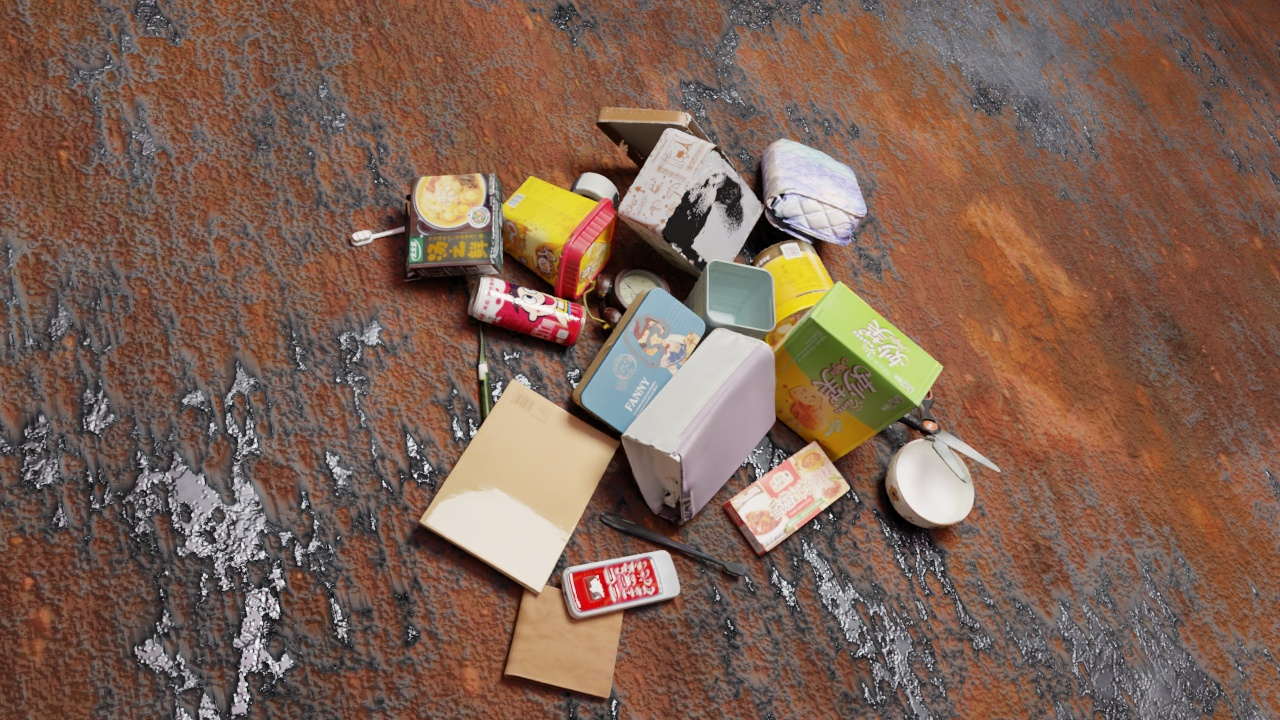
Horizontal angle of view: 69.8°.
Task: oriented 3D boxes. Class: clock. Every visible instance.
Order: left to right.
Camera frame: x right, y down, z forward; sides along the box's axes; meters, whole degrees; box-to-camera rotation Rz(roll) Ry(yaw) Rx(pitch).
[{"bbox_3d":[-0.016,-0.073,1.155,0.121,0.055,0.082,-8,68,-26],"label":"clock"}]

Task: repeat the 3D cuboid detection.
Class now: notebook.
[{"bbox_3d":[-0.128,0.134,1.024,0.149,0.012,0.210,32,53,-4],"label":"notebook"}]

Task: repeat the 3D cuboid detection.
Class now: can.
[{"bbox_3d":[-0.136,-0.059,1.099,0.132,0.053,0.053,17,60,-19],"label":"can"}]

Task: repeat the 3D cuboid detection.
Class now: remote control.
[{"bbox_3d":[-0.020,0.245,1.007,0.135,0.020,0.055,-4,61,-29],"label":"remote control"}]

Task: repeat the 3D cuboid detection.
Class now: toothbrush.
[{"bbox_3d":[-0.270,-0.170,1.137,0.179,0.016,0.016,-19,74,-26],"label":"toothbrush"},{"bbox_3d":[-0.187,0.020,1.075,0.017,0.012,0.185,-3,66,-14],"label":"toothbrush"},{"bbox_3d":[0.037,0.212,1.058,0.181,0.018,0.015,23,65,-5],"label":"toothbrush"}]

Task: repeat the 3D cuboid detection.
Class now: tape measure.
[{"bbox_3d":[-0.061,-0.212,1.202,0.066,0.066,0.033,27,58,-5],"label":"tape measure"}]

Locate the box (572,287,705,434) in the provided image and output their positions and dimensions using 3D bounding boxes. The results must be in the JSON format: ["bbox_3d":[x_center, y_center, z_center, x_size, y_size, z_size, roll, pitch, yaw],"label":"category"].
[{"bbox_3d":[-0.006,0.006,1.086,0.090,0.060,0.184,34,77,-15],"label":"box"}]

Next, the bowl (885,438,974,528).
[{"bbox_3d":[0.357,0.162,1.167,0.113,0.062,0.113,8,63,-17],"label":"bowl"}]

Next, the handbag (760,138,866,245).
[{"bbox_3d":[0.233,-0.231,1.272,0.134,0.076,0.193,21,31,-7],"label":"handbag"}]

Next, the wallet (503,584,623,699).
[{"bbox_3d":[-0.079,0.297,0.973,0.115,0.020,0.101,19,59,-13],"label":"wallet"}]

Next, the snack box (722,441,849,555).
[{"bbox_3d":[0.180,0.167,1.123,0.152,0.026,0.075,-29,78,-29],"label":"snack box"}]

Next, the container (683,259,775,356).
[{"bbox_3d":[0.106,-0.056,1.157,0.090,0.112,0.090,10,62,-14],"label":"container"}]

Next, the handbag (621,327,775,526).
[{"bbox_3d":[0.073,0.077,1.068,0.098,0.145,0.196,19,51,35],"label":"handbag"}]

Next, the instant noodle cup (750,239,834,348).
[{"bbox_3d":[0.204,-0.087,1.209,0.118,0.119,0.114,-4,59,-21],"label":"instant noodle cup"}]

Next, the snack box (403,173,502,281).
[{"bbox_3d":[-0.227,-0.157,1.084,0.126,0.053,0.113,-3,79,4],"label":"snack box"}]

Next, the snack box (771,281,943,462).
[{"bbox_3d":[0.234,0.020,1.107,0.157,0.211,0.069,40,61,3],"label":"snack box"}]

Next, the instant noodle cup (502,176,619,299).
[{"bbox_3d":[-0.106,-0.157,1.140,0.124,0.116,0.115,29,58,10],"label":"instant noodle cup"}]

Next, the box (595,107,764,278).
[{"bbox_3d":[0.029,-0.224,1.175,0.193,0.183,0.156,28,87,33],"label":"box"}]

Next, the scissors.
[{"bbox_3d":[0.365,0.071,1.186,0.222,0.022,0.210,22,38,20],"label":"scissors"}]
